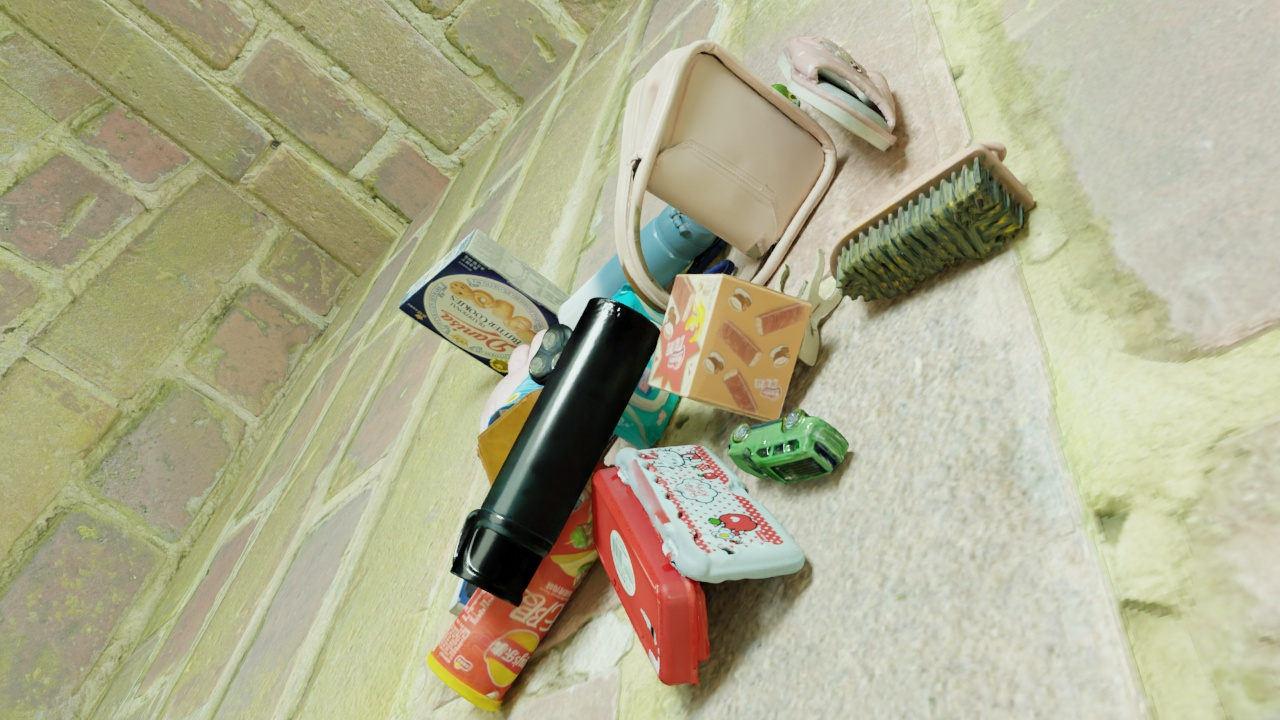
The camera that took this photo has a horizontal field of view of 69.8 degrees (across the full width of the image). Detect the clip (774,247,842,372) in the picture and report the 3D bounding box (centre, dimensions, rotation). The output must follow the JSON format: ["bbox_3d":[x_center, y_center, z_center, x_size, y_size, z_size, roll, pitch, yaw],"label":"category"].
[{"bbox_3d":[0.138,-0.045,0.717,0.087,0.035,0.104,-38,30,32],"label":"clip"}]

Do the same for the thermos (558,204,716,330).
[{"bbox_3d":[-0.002,-0.095,1.003,0.221,0.070,0.070,-39,25,37],"label":"thermos"}]

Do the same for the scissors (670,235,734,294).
[{"bbox_3d":[0.048,-0.081,0.973,0.162,0.012,0.163,-60,23,-16],"label":"scissors"}]

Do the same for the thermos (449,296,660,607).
[{"bbox_3d":[-0.074,0.067,0.727,0.090,0.068,0.242,13,68,44],"label":"thermos"}]

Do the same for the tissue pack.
[{"bbox_3d":[-0.005,0.005,0.836,0.050,0.093,0.133,-27,33,52],"label":"tissue pack"}]

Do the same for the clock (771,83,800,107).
[{"bbox_3d":[0.122,-0.248,1.026,0.162,0.056,0.116,-9,48,58],"label":"clock"}]

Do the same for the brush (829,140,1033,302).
[{"bbox_3d":[0.195,-0.094,0.647,0.146,0.063,0.072,-33,33,42],"label":"brush"}]

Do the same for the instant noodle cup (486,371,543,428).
[{"bbox_3d":[-0.097,0.053,0.950,0.099,0.099,0.109,-39,17,28],"label":"instant noodle cup"}]

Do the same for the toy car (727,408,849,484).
[{"bbox_3d":[0.097,0.061,0.620,0.091,0.043,0.036,-19,40,53],"label":"toy car"}]

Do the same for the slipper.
[{"bbox_3d":[0.185,-0.261,0.859,0.055,0.114,0.273,-56,12,23],"label":"slipper"}]

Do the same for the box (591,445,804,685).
[{"bbox_3d":[0.032,0.132,0.643,0.201,0.100,0.095,-133,40,-68],"label":"box"}]

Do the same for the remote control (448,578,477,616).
[{"bbox_3d":[-0.141,0.192,0.868,0.024,0.049,0.124,-43,22,38],"label":"remote control"}]

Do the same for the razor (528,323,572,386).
[{"bbox_3d":[-0.045,-0.014,0.914,0.062,0.067,0.167,-9,8,32],"label":"razor"}]

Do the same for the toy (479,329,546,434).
[{"bbox_3d":[-0.141,0.033,1.101,0.122,0.054,0.159,-29,34,39],"label":"toy"}]

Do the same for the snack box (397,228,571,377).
[{"bbox_3d":[-0.190,-0.066,1.181,0.183,0.178,0.045,-30,34,44],"label":"snack box"}]

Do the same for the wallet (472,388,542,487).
[{"bbox_3d":[-0.107,0.111,0.860,0.119,0.035,0.130,-41,64,33],"label":"wallet"}]

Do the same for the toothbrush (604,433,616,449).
[{"bbox_3d":[-0.049,0.098,0.880,0.189,0.016,0.014,-56,23,-6],"label":"toothbrush"}]

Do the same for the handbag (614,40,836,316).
[{"bbox_3d":[0.062,-0.147,0.838,0.094,0.193,0.233,-10,56,61],"label":"handbag"}]

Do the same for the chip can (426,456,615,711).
[{"bbox_3d":[-0.085,0.175,0.756,0.216,0.073,0.073,-56,23,-10],"label":"chip can"}]

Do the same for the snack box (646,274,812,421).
[{"bbox_3d":[0.065,-0.011,0.704,0.093,0.077,0.094,-164,90,-71],"label":"snack box"}]
